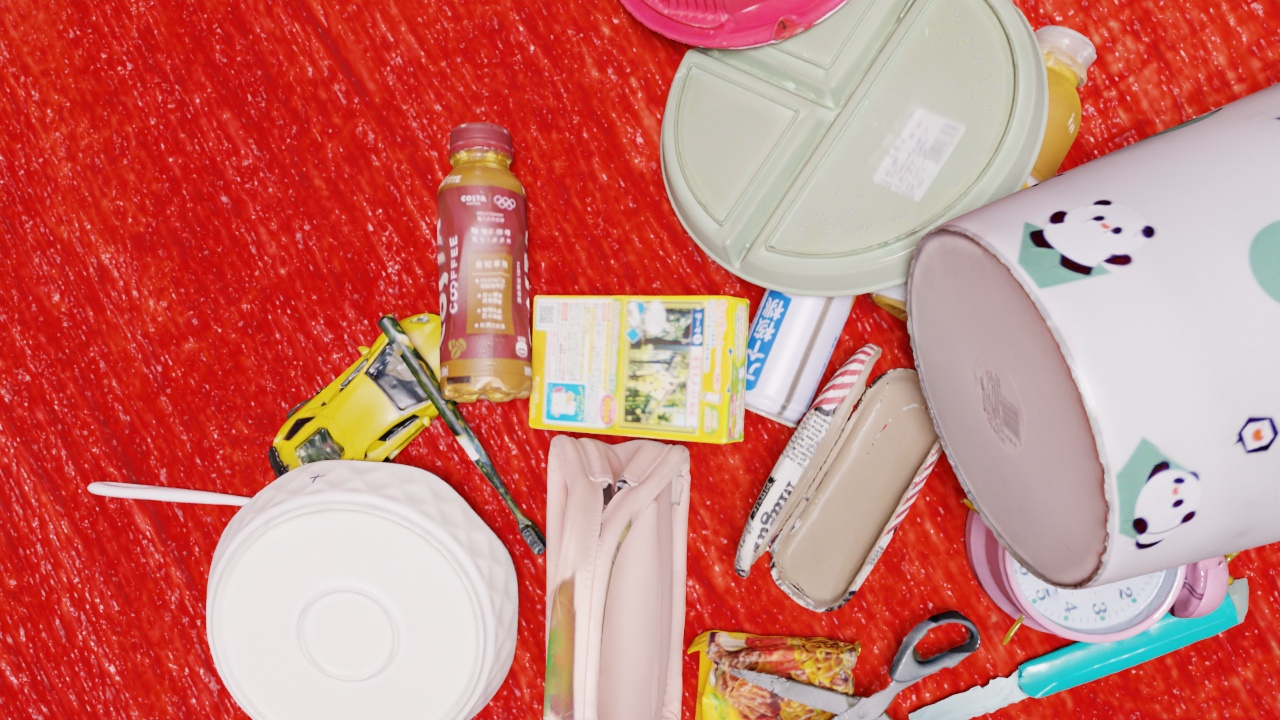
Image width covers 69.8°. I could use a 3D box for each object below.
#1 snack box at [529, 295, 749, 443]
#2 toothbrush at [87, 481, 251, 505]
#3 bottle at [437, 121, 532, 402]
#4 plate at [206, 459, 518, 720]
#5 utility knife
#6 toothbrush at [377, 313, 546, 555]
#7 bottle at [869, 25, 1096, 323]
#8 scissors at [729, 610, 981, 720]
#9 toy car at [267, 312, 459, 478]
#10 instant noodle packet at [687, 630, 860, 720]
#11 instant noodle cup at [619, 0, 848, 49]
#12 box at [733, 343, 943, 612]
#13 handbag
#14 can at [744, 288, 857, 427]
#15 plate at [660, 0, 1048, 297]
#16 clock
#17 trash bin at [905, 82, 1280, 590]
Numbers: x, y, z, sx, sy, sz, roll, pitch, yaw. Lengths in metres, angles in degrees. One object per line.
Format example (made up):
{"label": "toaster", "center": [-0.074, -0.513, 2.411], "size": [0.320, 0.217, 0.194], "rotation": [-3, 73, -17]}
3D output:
{"label": "snack box", "center": [-0.003, 0.003, 0.570], "size": [0.141, 0.033, 0.087], "rotation": [2, 90, 30]}
{"label": "toothbrush", "center": [-0.298, 0.099, 0.635], "size": [0.180, 0.016, 0.016], "rotation": [5, 96, 6]}
{"label": "bottle", "center": [-0.100, -0.062, 0.585], "size": [0.057, 0.057, 0.174], "rotation": [-4, 81, 6]}
{"label": "plate", "center": [-0.181, 0.166, 0.587], "size": [0.205, 0.045, 0.205], "rotation": [0, 101, 0]}
{"label": "utility knife", "center": [0.273, 0.186, 0.571], "size": [0.222, 0.013, 0.029], "rotation": [-23, 86, 4]}
{"label": "toothbrush", "center": [-0.113, 0.050, 0.589], "size": [0.012, 0.017, 0.186], "rotation": [-32, 102, -1]}
{"label": "bottle", "center": [0.208, -0.108, 0.550], "size": [0.068, 0.068, 0.189], "rotation": [29, 93, 6]}
{"label": "scissors", "center": [0.139, 0.215, 0.555], "size": [0.181, 0.014, 0.159], "rotation": [-39, 94, -8]}
{"label": "toy car", "center": [-0.176, 0.030, 0.608], "size": [0.156, 0.041, 0.071], "rotation": [-41, 87, 3]}
{"label": "instant noodle packet", "center": [0.083, 0.239, 0.578], "size": [0.111, 0.044, 0.128], "rotation": [2, 90, 9]}
{"label": "instant noodle cup", "center": [0.058, -0.288, 0.546], "size": [0.194, 0.066, 0.193], "rotation": [-4, 76, 17]}
{"label": "box", "center": [0.115, 0.069, 0.553], "size": [0.076, 0.087, 0.162], "rotation": [37, 100, 45]}
{"label": "handbag", "center": [-0.020, 0.144, 0.493], "size": [0.093, 0.234, 0.193], "rotation": [1, 91, 2]}
{"label": "can", "center": [0.100, -0.029, 0.570], "size": [0.053, 0.053, 0.134], "rotation": [23, 93, 6]}
{"label": "plate", "center": [0.117, -0.150, 0.543], "size": [0.231, 0.027, 0.230], "rotation": [-6, 73, 21]}
{"label": "clock", "center": [0.279, 0.106, 0.547], "size": [0.158, 0.060, 0.117], "rotation": [-17, 89, 4]}
{"label": "trash bin", "center": [0.286, -0.017, 0.445], "size": [0.252, 0.229, 0.229], "rotation": [-18, 88, -2]}
